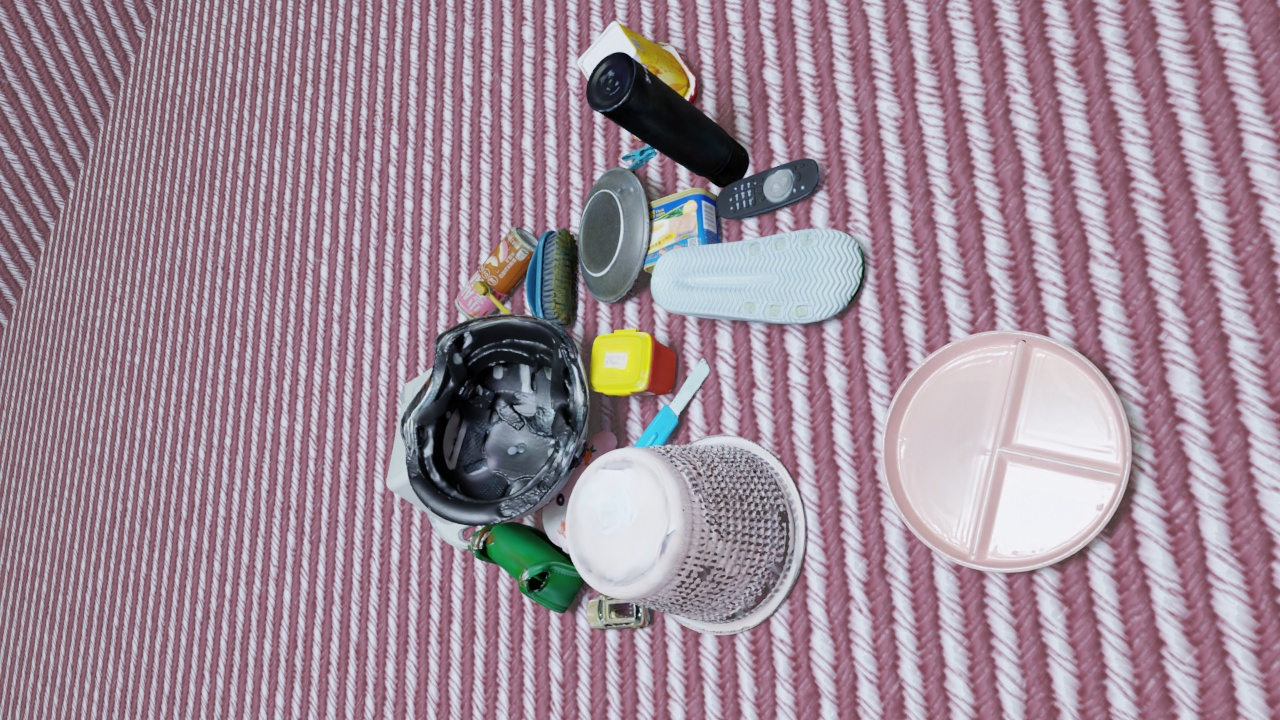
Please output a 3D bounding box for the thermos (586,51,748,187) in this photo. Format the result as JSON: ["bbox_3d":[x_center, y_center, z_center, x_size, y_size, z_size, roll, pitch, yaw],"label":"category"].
[{"bbox_3d":[0.033,-0.277,1.071,0.068,0.242,0.090,-47,56,18],"label":"thermos"}]

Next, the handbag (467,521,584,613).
[{"bbox_3d":[-0.140,0.256,1.148,0.131,0.120,0.068,28,90,41],"label":"handbag"}]

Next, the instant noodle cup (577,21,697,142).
[{"bbox_3d":[-0.007,-0.369,1.204,0.116,0.123,0.116,-42,57,22],"label":"instant noodle cup"}]

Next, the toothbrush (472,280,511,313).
[{"bbox_3d":[-0.171,-0.047,1.280,0.190,0.016,0.016,46,109,17],"label":"toothbrush"}]

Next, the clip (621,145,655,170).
[{"bbox_3d":[-0.002,-0.275,1.247,0.056,0.013,0.038,-22,66,34],"label":"clip"}]

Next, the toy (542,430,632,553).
[{"bbox_3d":[-0.062,0.167,1.156,0.121,0.054,0.159,24,85,38],"label":"toy"}]

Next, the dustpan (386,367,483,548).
[{"bbox_3d":[-0.252,0.128,1.325,0.223,0.142,0.257,-28,38,31],"label":"dustpan"}]

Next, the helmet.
[{"bbox_3d":[-0.165,0.085,1.151,0.230,0.157,0.273,3,70,12],"label":"helmet"}]

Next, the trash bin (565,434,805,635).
[{"bbox_3d":[0.034,0.179,0.987,0.228,0.192,0.227,-11,71,35],"label":"trash bin"}]

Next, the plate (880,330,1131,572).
[{"bbox_3d":[0.342,0.085,0.875,0.230,0.028,0.229,-10,73,36],"label":"plate"}]

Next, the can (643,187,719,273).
[{"bbox_3d":[0.049,-0.158,1.149,0.102,0.057,0.083,-13,73,35],"label":"can"}]

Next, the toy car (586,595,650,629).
[{"bbox_3d":[-0.030,0.302,1.104,0.091,0.035,0.042,-15,68,37],"label":"toy car"}]

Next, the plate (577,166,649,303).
[{"bbox_3d":[-0.045,-0.165,1.205,0.180,0.024,0.179,-10,79,58],"label":"plate"}]

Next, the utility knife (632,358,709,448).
[{"bbox_3d":[0.019,0.089,1.110,0.034,0.018,0.216,34,86,18],"label":"utility knife"}]

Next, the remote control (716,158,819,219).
[{"bbox_3d":[0.154,-0.203,1.099,0.137,0.024,0.053,-13,69,34],"label":"remote control"}]

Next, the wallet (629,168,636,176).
[{"bbox_3d":[-0.030,-0.186,1.242,0.097,0.020,0.122,-31,62,34],"label":"wallet"}]

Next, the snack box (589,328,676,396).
[{"bbox_3d":[-0.007,0.007,1.133,0.091,0.080,0.082,-2,78,38],"label":"snack box"}]

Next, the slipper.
[{"bbox_3d":[0.132,-0.090,1.052,0.246,0.074,0.104,-1,86,21],"label":"slipper"}]

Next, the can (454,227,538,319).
[{"bbox_3d":[-0.206,-0.124,1.337,0.147,0.057,0.058,-47,55,19],"label":"can"}]

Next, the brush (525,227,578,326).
[{"bbox_3d":[-0.126,-0.111,1.273,0.074,0.055,0.143,-10,72,35],"label":"brush"}]
